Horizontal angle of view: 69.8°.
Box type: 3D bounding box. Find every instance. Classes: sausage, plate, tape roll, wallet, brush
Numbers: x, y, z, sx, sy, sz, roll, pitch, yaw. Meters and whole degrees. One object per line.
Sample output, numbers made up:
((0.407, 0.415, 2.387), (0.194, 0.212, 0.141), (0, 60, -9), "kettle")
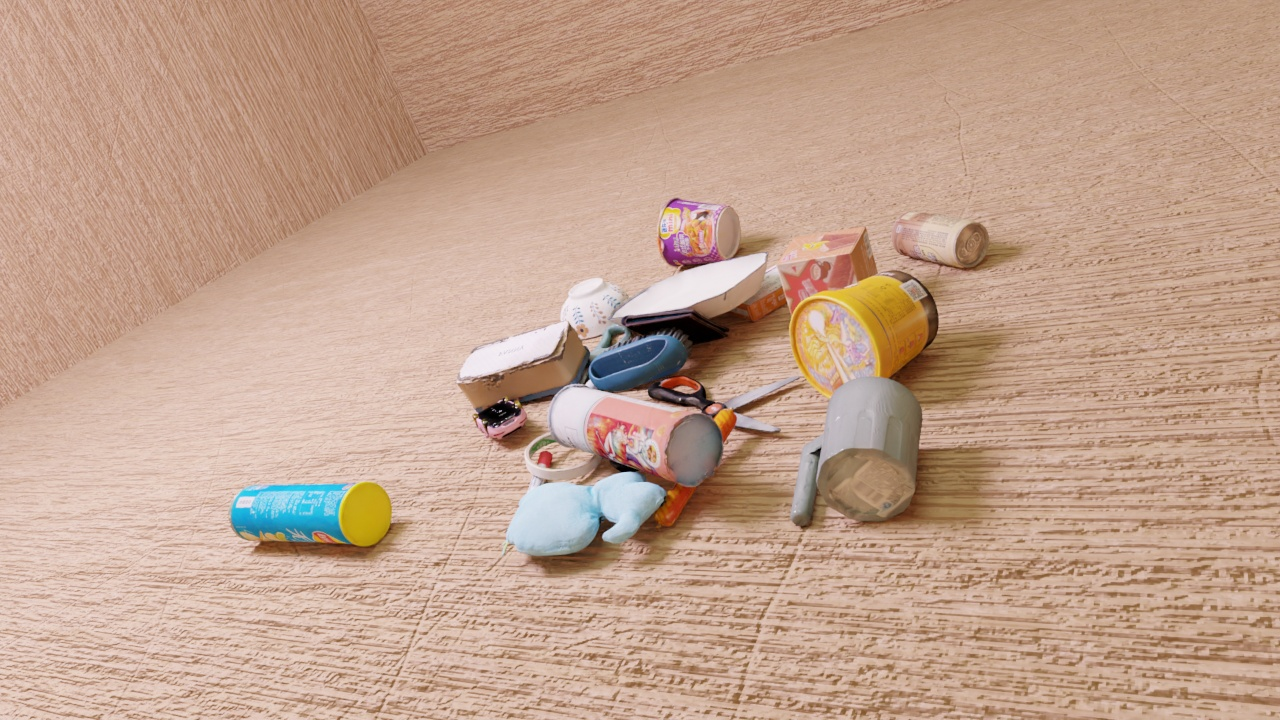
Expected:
((0.056, 0.102, 0.898), (0.021, 0.021, 0.164), (-1, 39, 39), "sausage")
((0.066, -0.085, 1.231), (0.161, 0.034, 0.266), (-35, 17, -32), "plate")
((-0.085, 0.104, 1.018), (0.086, 0.014, 0.085), (-4, 26, 2), "tape roll")
((0.046, -0.040, 1.141), (0.096, 0.020, 0.122), (-8, -13, 25), "wallet")
((-0.007, 0.006, 1.114), (0.144, 0.055, 0.073), (-18, 22, 36), "brush")

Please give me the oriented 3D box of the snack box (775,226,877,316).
((0.229, -0.098, 1.107), (0.095, 0.093, 0.076), (-5, 29, 31), "snack box")

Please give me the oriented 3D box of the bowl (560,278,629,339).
((-0.070, -0.084, 1.370), (0.113, 0.062, 0.113), (-17, 24, 7), "bowl")

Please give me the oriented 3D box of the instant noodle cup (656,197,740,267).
((0.095, -0.197, 1.425), (0.099, 0.112, 0.111), (7, 36, 32), "instant noodle cup")

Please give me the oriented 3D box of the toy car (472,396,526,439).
((-0.176, 0.075, 1.158), (0.056, 0.037, 0.122), (-27, 12, -16), "toy car")

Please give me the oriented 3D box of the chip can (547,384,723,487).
((-0.010, 0.071, 0.919), (0.071, 0.071, 0.215), (-35, 24, -27), "chip can")

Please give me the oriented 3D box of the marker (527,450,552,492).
((-0.114, 0.142, 0.984), (0.017, 0.017, 0.145), (-16, 25, 13), "marker")

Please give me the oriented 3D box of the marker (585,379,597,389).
((-0.068, 0.038, 1.160), (0.018, 0.022, 0.130), (-14, 24, 40), "marker")

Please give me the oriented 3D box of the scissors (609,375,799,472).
((0.062, 0.059, 1.006), (0.220, 0.022, 0.234), (-31, 25, -19), "scissors")

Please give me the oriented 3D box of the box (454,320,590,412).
((-0.153, 0.007, 1.224), (0.185, 0.062, 0.089), (-12, 34, 26), "box")

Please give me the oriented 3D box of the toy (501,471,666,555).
((-0.062, 0.148, 0.881), (0.156, 0.050, 0.161), (-27, 22, -16), "toy")

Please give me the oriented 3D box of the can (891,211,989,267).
((0.371, -0.152, 1.143), (0.058, 0.058, 0.116), (-29, 25, -16), "can")

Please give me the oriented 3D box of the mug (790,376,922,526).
((0.183, 0.086, 0.795), (0.124, 0.083, 0.103), (-39, 13, 34), "mug")

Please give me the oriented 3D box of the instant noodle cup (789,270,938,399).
((0.235, -0.031, 0.944), (0.114, 0.118, 0.119), (-27, 23, -30), "instant noodle cup")

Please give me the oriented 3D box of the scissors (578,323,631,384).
((-0.094, -0.001, 1.269), (0.172, 0.019, 0.176), (-5, 30, 32), "scissors")

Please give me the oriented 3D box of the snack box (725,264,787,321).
((0.188, -0.103, 1.235), (0.153, 0.026, 0.075), (-30, 25, -18), "snack box")

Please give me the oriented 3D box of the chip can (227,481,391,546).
((-0.388, 0.179, 1.072), (0.211, 0.071, 0.071), (-6, 28, 33), "chip can")
